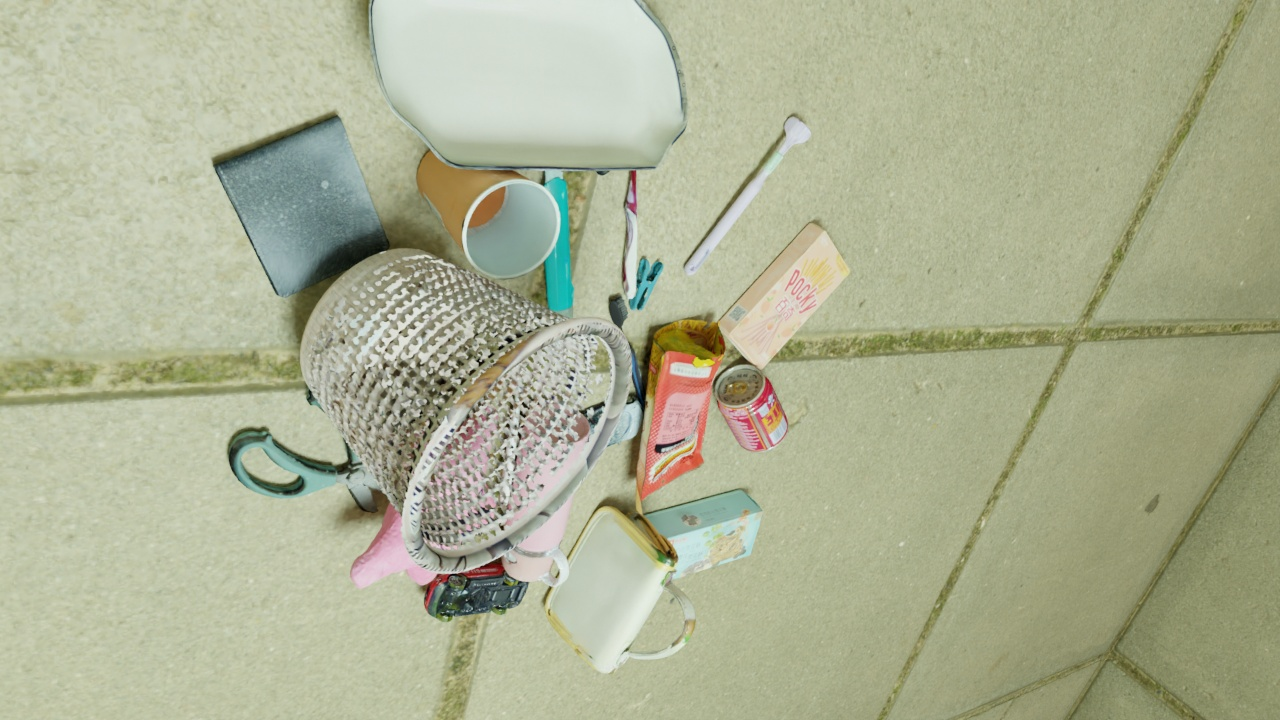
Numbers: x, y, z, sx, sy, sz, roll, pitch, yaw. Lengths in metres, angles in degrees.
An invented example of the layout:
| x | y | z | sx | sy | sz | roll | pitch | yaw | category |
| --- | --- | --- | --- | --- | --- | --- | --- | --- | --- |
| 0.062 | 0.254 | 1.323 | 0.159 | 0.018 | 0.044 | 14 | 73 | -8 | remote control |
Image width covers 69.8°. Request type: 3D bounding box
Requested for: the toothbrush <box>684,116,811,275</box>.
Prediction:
| x | y | z | sx | sy | sz | roll | pitch | yaw | category |
| --- | --- | --- | --- | --- | --- | --- | --- | --- | --- |
| 0.104 | -0.164 | 0.932 | 0.029 | 0.021 | 0.189 | 37 | 97 | -7 | toothbrush |

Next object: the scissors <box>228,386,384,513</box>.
| x | y | z | sx | sy | sz | roll | pitch | yaw | category |
| --- | --- | --- | --- | --- | --- | --- | --- | --- | --- |
| -0.264 | 0.074 | 0.819 | 0.177 | 0.019 | 0.169 | 30 | 98 | -43 | scissors |

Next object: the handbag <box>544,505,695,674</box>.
| x | y | z | sx | sy | sz | roll | pitch | yaw | category |
| --- | --- | --- | --- | --- | --- | --- | --- | --- | --- |
| -0.011 | 0.273 | 1.035 | 0.063 | 0.179 | 0.163 | 15 | 108 | -48 | handbag |

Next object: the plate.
| x | y | z | sx | sy | sz | roll | pitch | yaw | category |
| --- | --- | --- | --- | --- | --- | --- | --- | --- | --- |
| -0.080 | -0.218 | 0.701 | 0.265 | 0.034 | 0.162 | -9 | 87 | -34 | plate |

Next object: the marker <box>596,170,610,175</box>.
| x | y | z | sx | sy | sz | roll | pitch | yaw | category |
| --- | --- | --- | --- | --- | --- | --- | --- | --- | --- |
| -0.057 | -0.209 | 0.779 | 0.022 | 0.018 | 0.131 | -35 | 136 | -1 | marker |

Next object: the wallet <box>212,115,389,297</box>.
| x | y | z | sx | sy | sz | roll | pitch | yaw | category |
| --- | --- | --- | --- | --- | --- | --- | --- | --- | --- |
| -0.253 | -0.114 | 0.699 | 0.097 | 0.019 | 0.121 | -28 | 134 | -20 | wallet |

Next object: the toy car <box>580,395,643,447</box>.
| x | y | z | sx | sy | sz | roll | pitch | yaw | category |
| --- | --- | --- | --- | --- | --- | --- | --- | --- | --- |
| -0.040 | 0.072 | 0.978 | 0.105 | 0.031 | 0.049 | -20 | 130 | -26 | toy car |

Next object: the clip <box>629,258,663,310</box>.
| x | y | z | sx | sy | sz | roll | pitch | yaw | category |
| --- | --- | --- | --- | --- | --- | --- | --- | --- | --- |
| 0.003 | -0.075 | 0.920 | 0.048 | 0.014 | 0.057 | 2 | 117 | -40 | clip |

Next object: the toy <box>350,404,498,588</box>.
| x | y | z | sx | sy | sz | roll | pitch | yaw | category |
| --- | --- | --- | --- | --- | --- | --- | --- | --- | --- |
| -0.185 | 0.130 | 0.876 | 0.194 | 0.075 | 0.178 | -65 | 156 | 1 | toy |

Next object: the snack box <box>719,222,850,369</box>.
| x | y | z | sx | sy | sz | roll | pitch | yaw | category |
| --- | --- | --- | --- | --- | --- | --- | --- | --- | --- |
| 0.163 | -0.071 | 1.034 | 0.157 | 0.026 | 0.084 | -47 | 136 | 0 | snack box |

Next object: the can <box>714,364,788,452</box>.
| x | y | z | sx | sy | sz | roll | pitch | yaw | category |
| --- | --- | --- | --- | --- | --- | --- | --- | --- | --- |
| 0.129 | 0.055 | 1.066 | 0.066 | 0.066 | 0.094 | -40 | 135 | -8 | can |

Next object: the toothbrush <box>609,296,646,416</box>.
| x | y | z | sx | sy | sz | roll | pitch | yaw | category |
| --- | --- | --- | --- | --- | --- | --- | --- | --- | --- |
| -0.006 | 0.006 | 0.970 | 0.016 | 0.014 | 0.190 | -52 | 143 | -33 | toothbrush |

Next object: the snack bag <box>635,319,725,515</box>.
| x | y | z | sx | sy | sz | roll | pitch | yaw | category |
| --- | --- | --- | --- | --- | --- | --- | --- | --- | --- |
| 0.042 | 0.061 | 1.007 | 0.128 | 0.073 | 0.208 | -34 | 142 | -44 | snack bag |

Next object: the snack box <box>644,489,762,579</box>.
| x | y | z | sx | sy | sz | roll | pitch | yaw | category |
| --- | --- | --- | --- | --- | --- | --- | --- | --- | --- |
| 0.068 | 0.220 | 1.145 | 0.174 | 0.051 | 0.074 | -9 | 125 | -33 | snack box |

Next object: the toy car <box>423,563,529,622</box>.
| x | y | z | sx | sy | sz | roll | pitch | yaw | category |
| --- | --- | --- | --- | --- | --- | --- | --- | --- | --- |
| -0.177 | 0.245 | 0.983 | 0.120 | 0.045 | 0.053 | 6 | 113 | -45 | toy car |

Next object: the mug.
| x | y | z | sx | sy | sz | roll | pitch | yaw | category |
| --- | --- | --- | --- | --- | --- | --- | --- | --- | --- |
| -0.125 | -0.123 | 0.712 | 0.078 | 0.123 | 0.078 | -19 | 128 | -26 | mug |

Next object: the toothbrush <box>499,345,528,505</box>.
| x | y | z | sx | sy | sz | roll | pitch | yaw | category |
| --- | --- | --- | --- | --- | --- | --- | --- | --- | --- |
| -0.128 | 0.065 | 0.903 | 0.016 | 0.016 | 0.180 | -1 | 113 | -26 | toothbrush |

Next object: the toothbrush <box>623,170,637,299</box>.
| x | y | z | sx | sy | sz | roll | pitch | yaw | category |
| --- | --- | --- | --- | --- | --- | --- | --- | --- | --- |
| -0.012 | -0.139 | 0.863 | 0.017 | 0.016 | 0.188 | -13 | 126 | -20 | toothbrush |

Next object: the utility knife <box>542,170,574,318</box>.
| x | y | z | sx | sy | sz | roll | pitch | yaw | category |
| --- | --- | --- | --- | --- | --- | --- | --- | --- | --- |
| -0.075 | -0.123 | 0.827 | 0.029 | 0.013 | 0.210 | -18 | 131 | -24 | utility knife |

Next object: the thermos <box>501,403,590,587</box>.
| x | y | z | sx | sy | sz | roll | pitch | yaw | category |
| --- | --- | --- | --- | --- | --- | --- | --- | --- | --- |
| -0.095 | 0.146 | 0.942 | 0.067 | 0.087 | 0.199 | -21 | 136 | -45 | thermos |

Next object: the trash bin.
| x | y | z | sx | sy | sz | roll | pitch | yaw | category |
| --- | --- | --- | --- | --- | --- | --- | --- | --- | --- |
| -0.150 | 0.020 | 0.719 | 0.226 | 0.192 | 0.228 | -40 | 151 | -28 | trash bin |
